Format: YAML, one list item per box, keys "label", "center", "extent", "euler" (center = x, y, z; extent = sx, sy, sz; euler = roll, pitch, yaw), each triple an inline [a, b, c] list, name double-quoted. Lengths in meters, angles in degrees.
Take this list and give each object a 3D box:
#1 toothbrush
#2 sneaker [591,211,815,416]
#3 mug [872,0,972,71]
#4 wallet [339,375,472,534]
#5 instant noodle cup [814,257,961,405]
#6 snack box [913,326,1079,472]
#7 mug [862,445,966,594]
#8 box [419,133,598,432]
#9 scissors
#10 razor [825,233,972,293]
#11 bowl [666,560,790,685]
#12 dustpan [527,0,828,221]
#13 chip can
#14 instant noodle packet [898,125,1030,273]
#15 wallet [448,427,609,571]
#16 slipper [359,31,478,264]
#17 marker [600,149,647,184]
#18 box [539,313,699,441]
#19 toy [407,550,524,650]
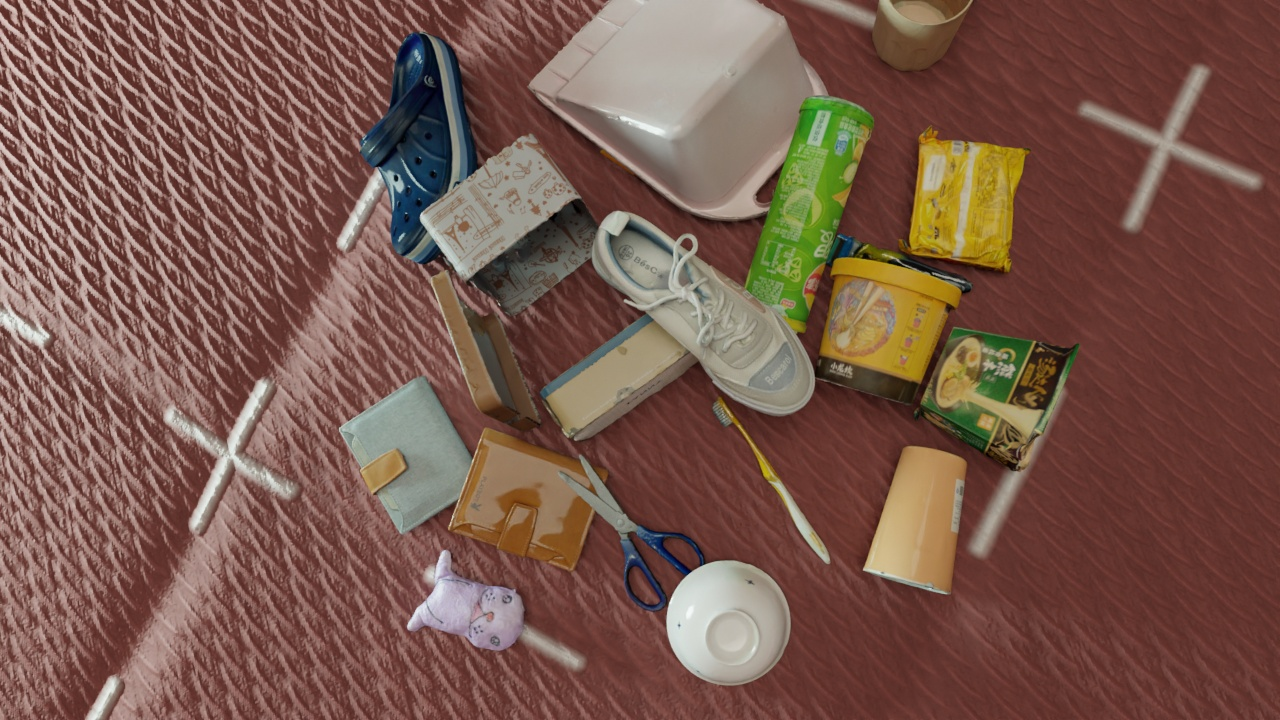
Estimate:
- label: "toothbrush"
  center: [0.126, 0.117, 0.891]
  extent: [0.018, 0.016, 0.191]
  euler: [-36, 79, 12]
- label: "sneaker"
  center: [0.059, -0.047, 0.800]
  extent: [0.242, 0.091, 0.089]
  euler: [40, 80, 5]
- label: "mug"
  center: [0.287, -0.351, 0.888]
  extent: [0.124, 0.103, 0.084]
  euler: [-36, 80, 1]
- label: "wallet"
  center: [-0.233, 0.096, 0.926]
  extent: [0.106, 0.037, 0.129]
  euler: [-32, 81, 0]
- label: "instant noodle cup"
  center: [0.222, -0.025, 0.852]
  extent: [0.118, 0.118, 0.114]
  euler: [16, 92, 9]
- label: "snack box"
  center: [0.319, 0.027, 0.836]
  extent: [0.106, 0.118, 0.117]
  euler: [24, 86, 19]
- label: "mug"
  center: [0.258, 0.145, 0.843]
  extent: [0.078, 0.078, 0.122]
  euler: [15, 80, 9]
- label: "box"
  center: [-0.096, -0.072, 0.861]
  extent: [0.156, 0.180, 0.226]
  euler: [-22, 78, 2]
- label: "scissors"
  center: [-0.004, 0.159, 0.887]
  extent: [0.141, 0.012, 0.171]
  euler: [-10, 93, -1]
- label: "razor"
  center: [0.256, -0.094, 0.897]
  extent: [0.143, 0.043, 0.022]
  euler: [17, 58, 4]
- label: "bowl"
  center: [0.083, 0.249, 0.848]
  extent: [0.118, 0.065, 0.118]
  euler: [0, 88, 2]
- label: "dustpan"
  center: [0.055, -0.268, 0.945]
  extent: [0.222, 0.139, 0.273]
  euler: [-45, 53, -5]
- label: "chip can"
  center: [0.156, -0.138, 0.873]
  extent: [0.072, 0.072, 0.221]
  euler: [19, 96, 9]
- label: "instant noodle packet"
  center: [0.313, -0.156, 0.890]
  extent: [0.111, 0.044, 0.128]
  euler: [10, 87, 2]
- label: "wallet"
  center: [-0.109, 0.137, 0.898]
  extent: [0.132, 0.031, 0.107]
  euler: [20, 86, -3]
- label: "slipper"
  center: [-0.227, -0.224, 0.915]
  extent: [0.095, 0.105, 0.252]
  euler: [9, 66, -36]
- label: "marker"
  center: [0.012, -0.186, 0.943]
  extent: [0.124, 0.018, 0.015]
  euler: [35, 92, 9]
- label: "box"
  center: [-0.005, 0.005, 0.886]
  extent: [0.184, 0.090, 0.059]
  euler: [-37, 80, -2]
- label: "toy"
  center: [-0.163, 0.241, 0.898]
  extent: [0.108, 0.039, 0.083]
  euler: [18, 76, 10]
